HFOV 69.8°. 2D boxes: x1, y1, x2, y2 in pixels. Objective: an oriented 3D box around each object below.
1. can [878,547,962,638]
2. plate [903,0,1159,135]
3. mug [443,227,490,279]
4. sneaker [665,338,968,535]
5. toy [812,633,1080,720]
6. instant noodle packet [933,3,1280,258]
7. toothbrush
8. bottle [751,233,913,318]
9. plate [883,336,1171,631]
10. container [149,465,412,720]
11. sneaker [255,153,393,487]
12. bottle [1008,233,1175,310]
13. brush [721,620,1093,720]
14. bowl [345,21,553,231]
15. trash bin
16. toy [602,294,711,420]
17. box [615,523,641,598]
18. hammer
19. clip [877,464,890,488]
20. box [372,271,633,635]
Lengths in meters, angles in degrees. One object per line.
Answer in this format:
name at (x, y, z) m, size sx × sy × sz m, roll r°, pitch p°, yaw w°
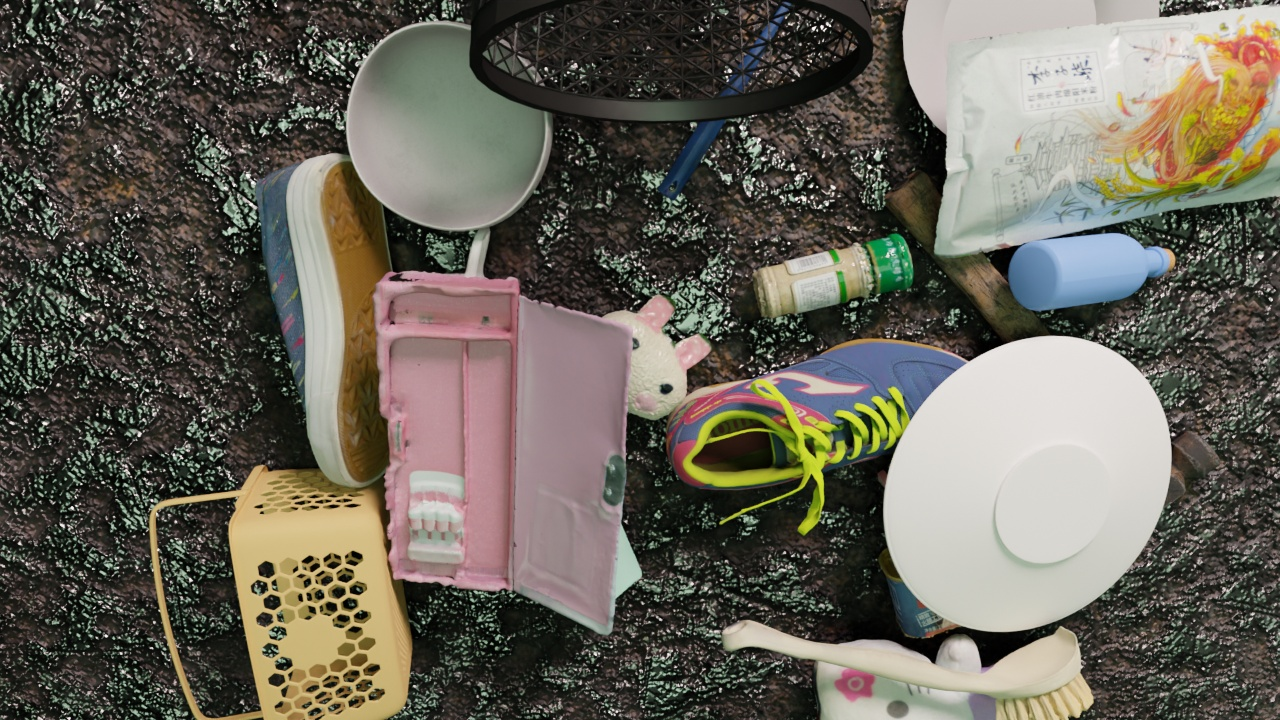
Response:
can at (0.243, 0.172, 0.718) m, size 0.100 × 0.054 × 0.059 m, roll -18°, pitch 106°, yaw 4°
plate at (0.264, -0.226, 0.629) m, size 0.173 × 0.019 × 0.173 m, roll 0°, pitch 105°, yaw -1°
mug at (-0.124, -0.033, 0.644) m, size 0.090 × 0.076 × 0.124 m, roll 14°, pitch 104°, yaw -5°
sneaker at (0.140, 0.053, 0.664) m, size 0.242 × 0.091 × 0.116 m, roll -12°, pitch 102°, yaw 1°
toy at (0.238, 0.281, 0.730) m, size 0.209 × 0.085 × 0.137 m, roll 1°, pitch 91°, yaw -4°
instant noodle packet at (0.331, -0.155, 0.614) m, size 0.269 × 0.057 × 0.147 m, roll -10°, pitch 117°, yaw -6°
toothbrush at (0.069, -0.195, 0.635) m, size 0.016 × 0.017 × 0.190 m, roll 31°, pitch 102°, yaw -8°
bottle at (0.137, -0.059, 0.660) m, size 0.110 × 0.042 × 0.043 m, roll -14°, pitch 105°, yaw 4°
plate at (0.288, 0.098, 0.657) m, size 0.229 × 0.030 × 0.229 m, roll -3°, pitch 104°, yaw -10°
container at (-0.263, 0.181, 0.674) m, size 0.167 × 0.129 × 0.183 m, roll -6°, pitch 105°, yaw -9°
sneaker at (-0.222, -0.026, 0.654) m, size 0.079 × 0.087 × 0.236 m, roll 5°, pitch 106°, yaw 26°
bottle at (0.325, -0.065, 0.648) m, size 0.131 × 0.048 × 0.048 m, roll -8°, pitch 106°, yaw -23°
brush at (0.194, 0.221, 0.669) m, size 0.272 × 0.062 × 0.077 m, roll 7°, pitch 76°, yaw -1°
bowl at (-0.124, -0.156, 0.617) m, size 0.132 × 0.064 × 0.132 m, roll 0°, pitch 105°, yaw -1°
trash bin at (0.014, -0.281, 0.505) m, size 0.217 × 0.217 × 0.243 m, roll -1°, pitch 89°, yaw -1°
toy at (-0.004, 0.004, 0.674) m, size 0.112 × 0.050 × 0.087 m, roll -34°, pitch 103°, yaw 2°
box at (-0.073, 0.098, 0.707) m, size 0.077 × 0.079 × 0.189 m, roll -33°, pitch 107°, yaw -34°
hammer at (0.289, -0.002, 0.684) m, size 0.120 × 0.033 × 0.330 m, roll -41°, pitch 101°, yaw 10°
clip at (0.203, 0.108, 0.718) m, size 0.035 × 0.022 × 0.057 m, roll -34°, pitch 98°, yaw 10°
box at (-0.088, 0.061, 0.608) m, size 0.180 × 0.055 × 0.233 m, roll 12°, pitch 116°, yaw 12°
